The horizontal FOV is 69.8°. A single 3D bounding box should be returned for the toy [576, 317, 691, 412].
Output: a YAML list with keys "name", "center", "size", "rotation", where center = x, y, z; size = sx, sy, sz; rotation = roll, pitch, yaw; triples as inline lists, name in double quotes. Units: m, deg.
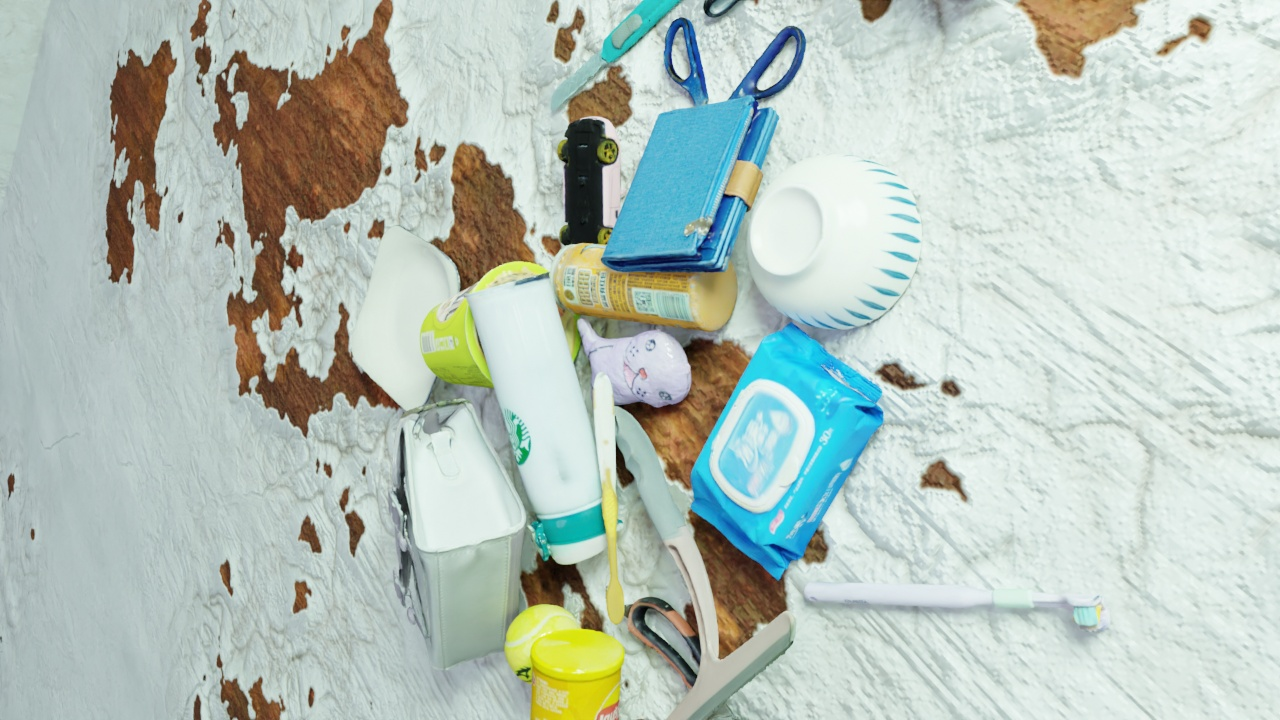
- name: "toy"
  center: [-0.004, 0.004, 0.717]
  size: [0.108, 0.038, 0.084]
  rotation: [-1, 107, 44]

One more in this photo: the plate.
- name: "plate"
  center: [-0.232, -0.044, 0.942]
  size: [0.164, 0.034, 0.164]
  rotation: [34, 110, 39]

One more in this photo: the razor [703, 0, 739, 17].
- name: "razor"
  center: [0.101, -0.282, 0.656]
  size: [0.143, 0.022, 0.042]
  rotation: [-15, 121, 45]

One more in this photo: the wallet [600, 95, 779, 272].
- name: "wallet"
  center: [0.035, -0.123, 0.655]
  size: [0.107, 0.040, 0.133]
  rotation: [4, 67, 41]

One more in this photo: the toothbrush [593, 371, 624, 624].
- name: "toothbrush"
  center: [-0.025, 0.104, 0.703]
  size: [0.018, 0.016, 0.191]
  rotation: [157, 110, -72]

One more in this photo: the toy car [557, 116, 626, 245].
- name: "toy car"
  center: [-0.040, -0.141, 0.768]
  size: [0.056, 0.037, 0.122]
  rotation: [13, 108, 40]

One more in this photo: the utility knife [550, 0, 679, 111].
- name: "utility knife"
  center: [-0.006, -0.276, 0.759]
  size: [0.224, 0.013, 0.029]
  rotation: [-32, 66, 37]

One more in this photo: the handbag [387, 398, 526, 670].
- name: "handbag"
  center: [-0.161, 0.150, 0.777]
  size: [0.197, 0.098, 0.144]
  rotation: [101, 152, -45]

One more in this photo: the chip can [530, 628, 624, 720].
- name: "chip can"
  center: [-0.052, 0.320, 0.704]
  size: [0.072, 0.071, 0.213]
  rotation: [10, 101, 43]

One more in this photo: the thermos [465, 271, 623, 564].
- name: "thermos"
  center: [-0.076, 0.048, 0.719]
  size: [0.073, 0.073, 0.224]
  rotation: [-9, 99, 43]

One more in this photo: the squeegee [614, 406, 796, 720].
- name: "squeegee"
  center: [0.023, 0.135, 0.665]
  size: [0.248, 0.040, 0.249]
  rotation: [119, 141, -46]

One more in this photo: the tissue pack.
- name: "tissue pack"
  center: [0.092, 0.062, 0.616]
  size: [0.095, 0.052, 0.157]
  rotation: [40, 114, 38]

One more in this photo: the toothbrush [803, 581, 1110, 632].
- name: "toothbrush"
  center: [0.179, 0.145, 0.552]
  size: [0.190, 0.029, 0.021]
  rotation: [-10, 40, 44]

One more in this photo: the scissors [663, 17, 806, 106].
- name: "scissors"
  center: [0.060, -0.192, 0.693]
  size: [0.163, 0.012, 0.173]
  rotation: [-23, 73, 41]

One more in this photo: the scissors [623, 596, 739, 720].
- name: "scissors"
  center: [0.048, 0.262, 0.670]
  size: [0.228, 0.015, 0.189]
  rotation: [-26, 69, 38]

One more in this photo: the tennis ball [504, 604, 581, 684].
- name: "tennis ball"
  center: [-0.079, 0.234, 0.756]
  size: [0.066, 0.065, 0.065]
  rotation: [-4, 84, 43]

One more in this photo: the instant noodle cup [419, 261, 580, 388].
- name: "instant noodle cup"
  center: [-0.131, -0.022, 0.805]
  size: [0.124, 0.111, 0.111]
  rotation: [-7, 82, 51]

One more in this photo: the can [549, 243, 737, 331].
- name: "can"
  center: [0.000, -0.058, 0.701]
  size: [0.146, 0.058, 0.058]
  rotation: [10, 93, 39]

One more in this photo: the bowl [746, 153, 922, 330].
- name: "bowl"
  center: [0.114, -0.080, 0.596]
  size: [0.117, 0.066, 0.116]
  rotation: [-5, 84, 43]
